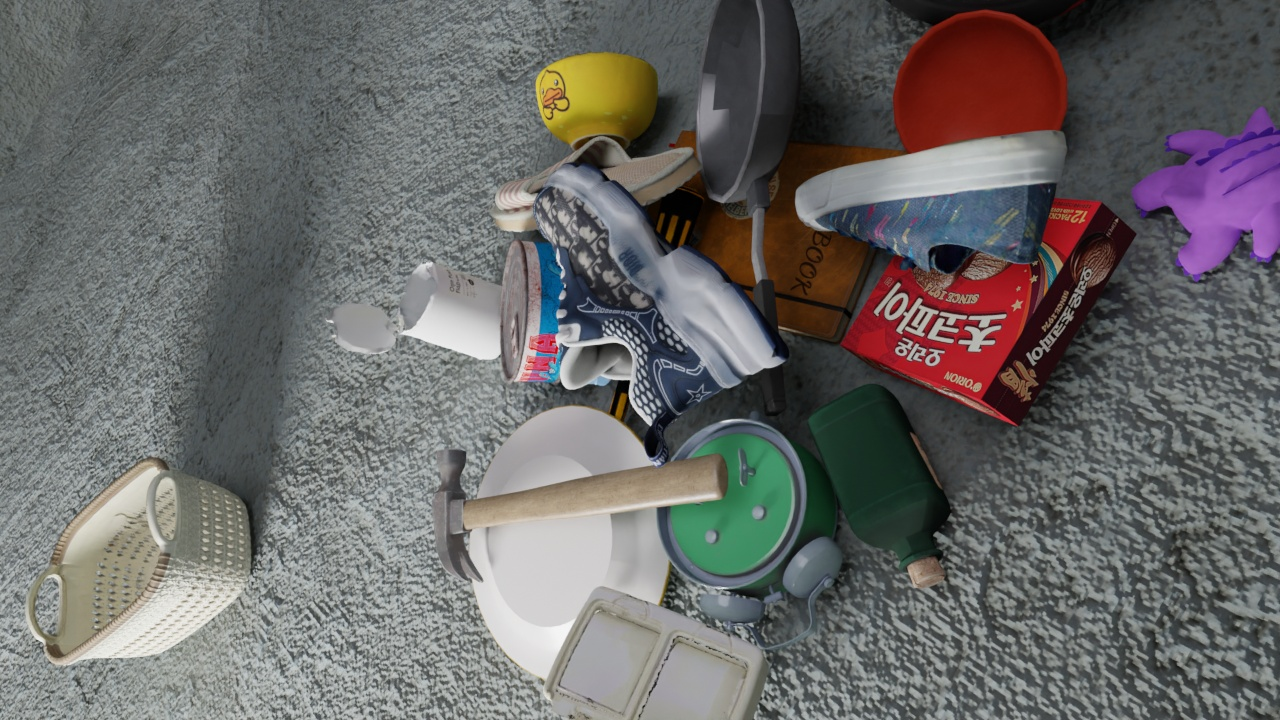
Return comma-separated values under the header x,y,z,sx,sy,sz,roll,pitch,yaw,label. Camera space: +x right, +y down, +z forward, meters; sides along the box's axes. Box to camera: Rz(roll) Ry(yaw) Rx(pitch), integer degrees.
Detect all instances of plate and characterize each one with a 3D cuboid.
x,y,z,sx,sy,sz,roll,pitch,yaw,label
-0.071,0.150,0.769,0.230,0.021,0.229,-9,75,37,plate

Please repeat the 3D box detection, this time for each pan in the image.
x,y,z,sx,sy,sz,roll,pitch,yaw,label
0.092,-0.132,0.712,0.179,0.041,0.356,123,146,-68,pan

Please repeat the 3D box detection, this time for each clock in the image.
x,y,z,sx,sy,sz,roll,pitch,yaw,label
0.079,0.123,0.654,0.122,0.075,0.161,-32,54,23,clock

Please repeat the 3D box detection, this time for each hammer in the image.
x,y,z,sx,sy,sz,roll,pitch,yaw,label
-0.062,0.111,0.730,0.332,0.030,0.119,-15,70,40,hammer
-0.005,0.005,0.783,0.123,0.036,0.320,17,89,40,hammer

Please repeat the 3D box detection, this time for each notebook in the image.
x,y,z,sx,sy,sz,roll,pitch,yaw,label
0.087,-0.109,0.788,0.250,0.014,0.178,18,83,40,notebook

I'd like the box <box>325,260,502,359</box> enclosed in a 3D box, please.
x,y,z,sx,sy,sz,roll,pitch,yaw,label
-0.209,-0.043,0.894,0.112,0.162,0.084,-43,44,30,box

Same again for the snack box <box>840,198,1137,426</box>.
x,y,z,sx,sy,sz,roll,pitch,yaw,label
0.219,-0.043,0.604,0.132,0.036,0.152,-59,24,1,snack box

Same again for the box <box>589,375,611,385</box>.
x,y,z,sx,sy,sz,roll,pitch,yaw,label
-0.054,-0.059,0.808,0.066,0.049,0.209,-58,27,26,box

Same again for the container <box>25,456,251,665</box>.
x,y,z,sx,sy,sz,roll,pitch,yaw,label
-0.566,0.236,1.053,0.247,0.142,0.184,-34,54,21,container

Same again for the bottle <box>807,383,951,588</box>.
x,y,z,sx,sy,sz,roll,pitch,yaw,label
0.166,0.087,0.613,0.061,0.061,0.131,-31,55,20,bottle

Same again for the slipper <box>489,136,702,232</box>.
x,y,z,sx,sy,sz,roll,pitch,yaw,label
-0.055,-0.163,0.834,0.114,0.052,0.263,-40,26,-31,slipper

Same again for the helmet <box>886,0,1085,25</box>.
x,y,z,sx,sy,sz,roll,pitch,yaw,label
0.252,-0.324,0.652,0.265,0.163,0.170,23,128,32,helmet

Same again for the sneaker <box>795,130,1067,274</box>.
x,y,z,sx,sy,sz,roll,pitch,yaw,label
0.186,-0.097,0.614,0.236,0.087,0.079,-170,74,-69,sneaker

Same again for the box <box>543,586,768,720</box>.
x,y,z,sx,sy,sz,roll,pitch,yaw,label
-0.008,0.235,0.616,0.145,0.095,0.185,13,37,24,box

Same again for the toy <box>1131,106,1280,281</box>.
x,y,z,sx,sy,sz,roll,pitch,yaw,label
0.356,-0.107,0.554,0.088,0.056,0.106,-30,57,19,toy

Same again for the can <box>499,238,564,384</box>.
x,y,z,sx,sy,sz,roll,pitch,yaw,label
-0.096,-0.044,0.832,0.130,0.044,0.130,-178,91,-73,can

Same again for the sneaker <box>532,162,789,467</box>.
x,y,z,sx,sy,sz,roll,pitch,yaw,label
-0.022,-0.042,0.671,0.132,0.103,0.269,-47,50,2,sneaker

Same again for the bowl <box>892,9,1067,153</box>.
x,y,z,sx,sy,sz,roll,pitch,yaw,label
0.247,-0.188,0.660,0.122,0.035,0.122,19,122,33,bowl

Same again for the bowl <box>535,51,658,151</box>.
x,y,z,sx,sy,sz,roll,pitch,yaw,label
-0.040,-0.237,0.877,0.117,0.117,0.067,-9,81,34,bowl
